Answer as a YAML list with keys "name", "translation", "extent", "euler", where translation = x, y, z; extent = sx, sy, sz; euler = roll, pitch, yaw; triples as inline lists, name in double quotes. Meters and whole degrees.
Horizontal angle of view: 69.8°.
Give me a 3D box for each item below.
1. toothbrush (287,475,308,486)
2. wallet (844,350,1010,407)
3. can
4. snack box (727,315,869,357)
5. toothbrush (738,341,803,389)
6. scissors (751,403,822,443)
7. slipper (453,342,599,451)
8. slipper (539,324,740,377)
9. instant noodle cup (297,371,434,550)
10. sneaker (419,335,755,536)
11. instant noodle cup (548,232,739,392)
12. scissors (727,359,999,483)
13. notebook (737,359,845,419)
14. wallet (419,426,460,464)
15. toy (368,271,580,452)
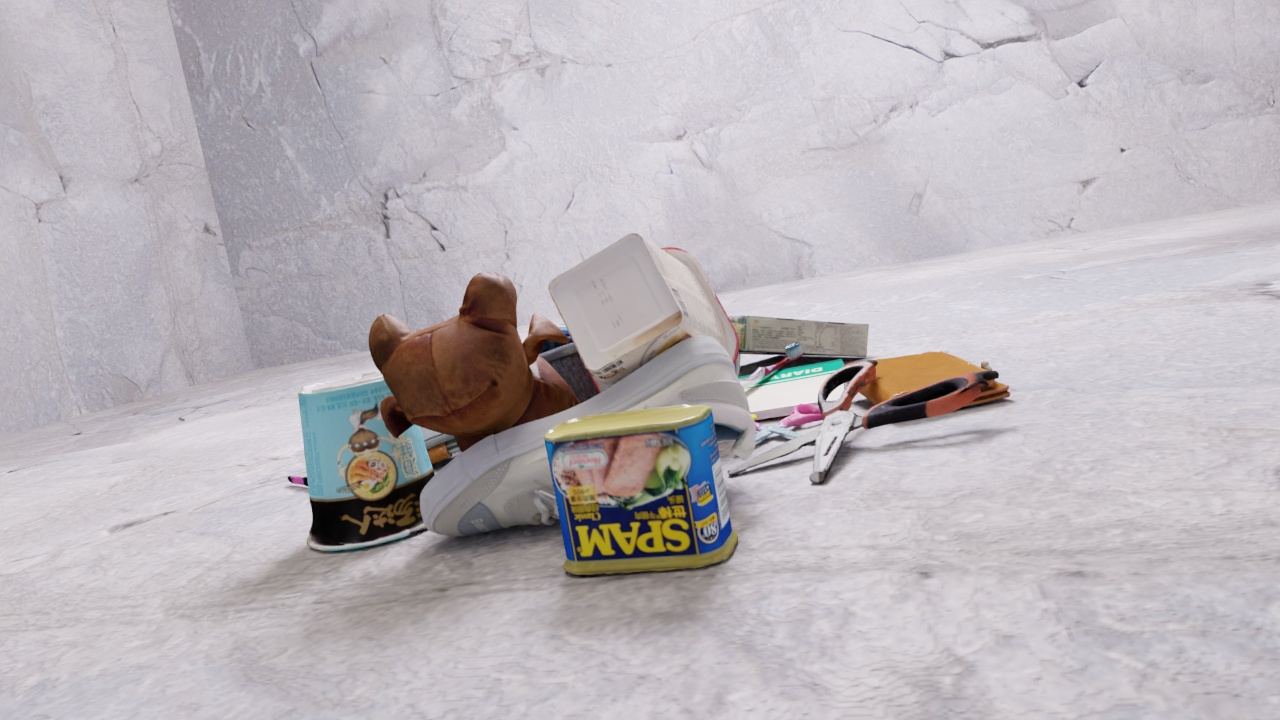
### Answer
- name: "toothbrush"
  translation: [-0.310, 0.123, 0.898]
  extent: [0.190, 0.014, 0.017]
  euler: [-4, 22, 47]
- name: "wallet"
  translation: [0.249, 0.018, 0.816]
  extent: [0.108, 0.031, 0.131]
  euler: [-10, 13, -4]
- name: "can"
  translation: [-0.001, 0.074, 0.534]
  extent: [0.102, 0.083, 0.057]
  euler: [-8, 7, 18]
- name: "snack box"
  translation: [0.154, -0.029, 1.141]
  extent: [0.177, 0.046, 0.183]
  euler: [2, 1, -28]
- name: "toothbrush"
  translation: [0.123, 0.011, 0.950]
  extent: [0.016, 0.017, 0.187]
  euler: [-4, 13, 39]
- name: "scissors"
  translation: [0.116, 0.057, 0.790]
  extent: [0.134, 0.017, 0.133]
  euler: [-12, 11, -27]
- name: "slipper"
  translation: [-0.058, 0.038, 0.825]
  extent: [0.269, 0.110, 0.083]
  euler: [-9, 3, 36]
- name: "slipper"
  translation: [-0.005, 0.005, 0.884]
  extent: [0.253, 0.105, 0.095]
  euler: [0, 24, 39]
- name: "instant noodle cup"
  translation: [-0.214, 0.072, 0.712]
  extent: [0.111, 0.120, 0.111]
  euler: [-10, 7, 1]
- name: "sneaker"
  translation: [-0.033, 0.078, 0.629]
  extent: [0.242, 0.090, 0.089]
  euler: [-27, -28, 5]
- name: "instant noodle cup"
  translation: [-0.002, -0.029, 0.674]
  extent: [0.116, 0.116, 0.124]
  euler: [-29, -17, 8]
- name: "scissors"
  translation: [0.163, 0.042, 0.715]
  extent: [0.223, 0.015, 0.189]
  euler: [-20, 15, -6]
- name: "notebook"
  translation: [0.101, 0.037, 0.925]
  extent: [0.209, 0.012, 0.150]
  euler: [-9, 12, 14]
- name: "wallet"
  translation: [-0.210, 0.073, 0.945]
  extent: [0.130, 0.037, 0.106]
  euler: [-22, 30, 2]
- name: "toy"
  translation: [-0.112, 0.021, 0.683]
  extent: [0.140, 0.130, 0.199]
  euler: [-21, -36, 12]
